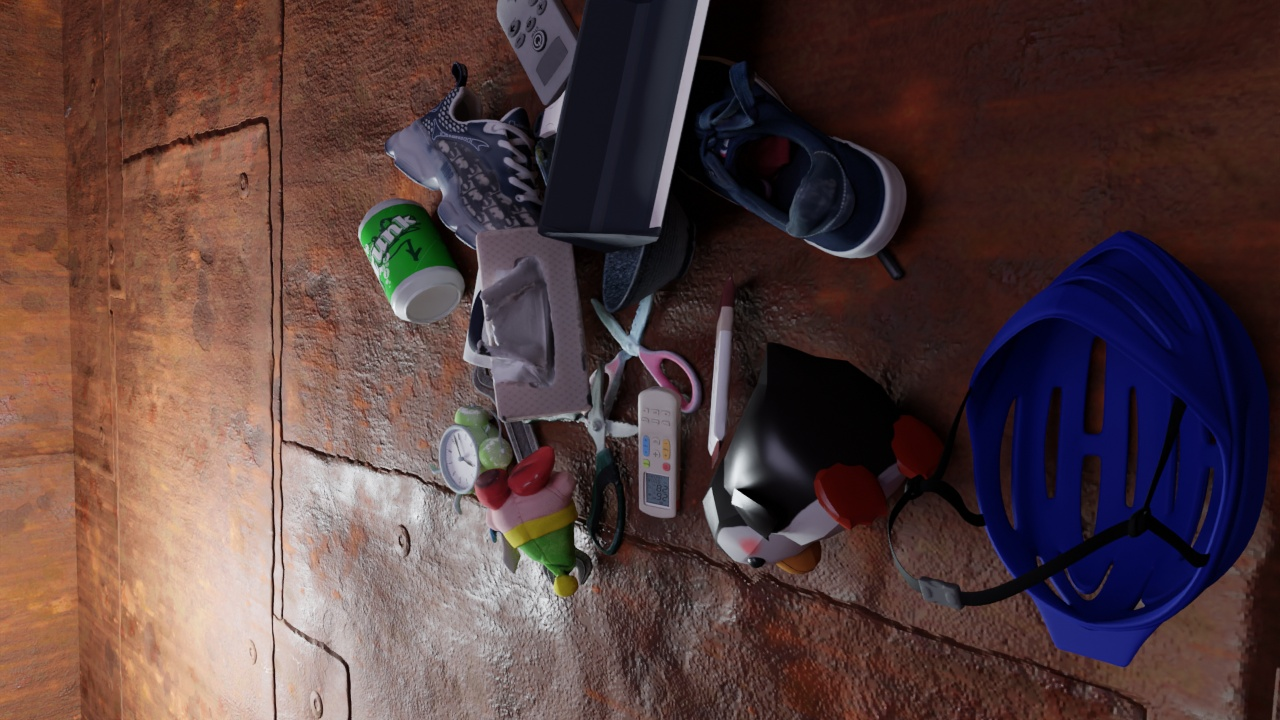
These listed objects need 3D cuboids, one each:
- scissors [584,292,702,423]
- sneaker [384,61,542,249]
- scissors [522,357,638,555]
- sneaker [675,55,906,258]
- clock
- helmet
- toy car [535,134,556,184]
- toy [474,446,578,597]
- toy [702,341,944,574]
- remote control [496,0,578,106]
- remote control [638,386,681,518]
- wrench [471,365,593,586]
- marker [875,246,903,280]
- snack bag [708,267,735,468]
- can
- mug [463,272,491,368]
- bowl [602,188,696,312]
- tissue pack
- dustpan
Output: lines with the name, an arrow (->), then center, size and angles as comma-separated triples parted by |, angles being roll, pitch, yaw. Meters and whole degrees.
scissors -> -0.009, 0.007, 0.883 | 0.170, 0.013, 0.177 | 49, 125, 29
sneaker -> -0.150, -0.199, 0.960 | 0.269, 0.103, 0.132 | 46, 106, 25
scissors -> -0.068, 0.085, 0.930 | 0.206, 0.015, 0.202 | 19, 111, 41
sneaker -> 0.066, -0.176, 0.709 | 0.294, 0.127, 0.121 | 49, 125, 46
clock -> -0.189, 0.105, 1.046 | 0.094, 0.042, 0.120 | 51, 126, 28
helmet -> 0.231, 0.050, 0.500 | 0.148, 0.227, 0.241 | 2, 95, 54
toy car -> -0.079, -0.185, 0.925 | 0.027, 0.038, 0.089 | 109, 144, -71
toy -> -0.108, 0.166, 0.916 | 0.124, 0.096, 0.131 | -25, 115, 18
toy -> 0.106, 0.084, 0.692 | 0.140, 0.158, 0.185 | 52, 144, 17
remote control -> -0.106, -0.343, 0.952 | 0.074, 0.019, 0.151 | -44, 63, 37
remote control -> 0.017, 0.085, 0.842 | 0.038, 0.018, 0.126 | 8, 108, 25
wrench -> -0.116, 0.112, 0.980 | 0.070, 0.010, 0.273 | -26, 74, 15
marker -> 0.159, -0.123, 0.710 | 0.011, 0.011, 0.152 | -45, 62, 36
snack bag -> 0.068, 0.006, 0.753 | 0.057, 0.013, 0.157 | 90, -174, -70
can -> -0.270, -0.118, 1.081 | 0.088, 0.087, 0.140 | -50, 59, 34
mug -> -0.142, -0.041, 0.938 | 0.079, 0.111, 0.097 | 13, 97, 17
bowl -> 0.014, -0.103, 0.810 | 0.137, 0.057, 0.137 | -169, 91, -75
tissue pack -> -0.104, -0.035, 0.858 | 0.071, 0.104, 0.181 | 170, 94, -81
dustpan -> -0.034, -0.220, 0.803 | 0.273, 0.080, 0.236 | -166, 88, -75
